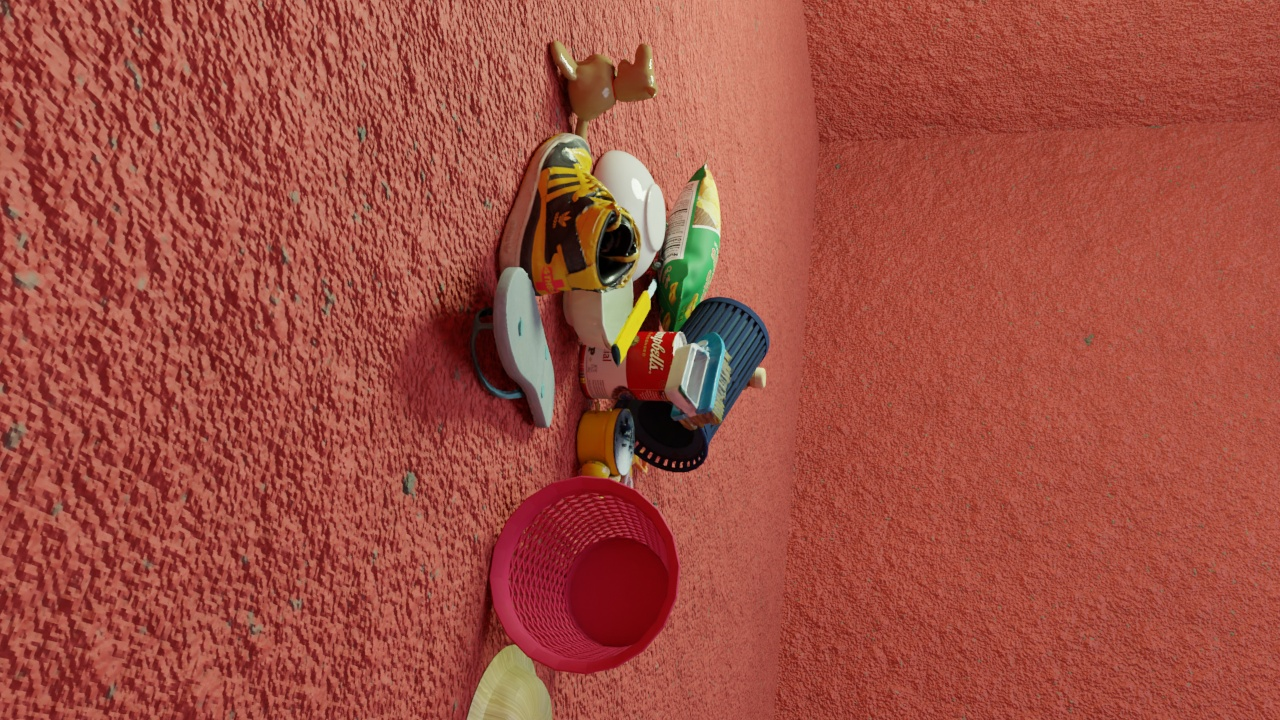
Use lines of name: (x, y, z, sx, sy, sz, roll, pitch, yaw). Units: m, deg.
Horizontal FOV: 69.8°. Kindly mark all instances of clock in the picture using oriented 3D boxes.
clock: (-0.042, 0.112, 1.128, 0.083, 0.057, 0.118, 41, 52, -70)

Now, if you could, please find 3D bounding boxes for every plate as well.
plate: (-0.122, 0.381, 0.915, 0.184, 0.036, 0.184, 2, 89, -73)

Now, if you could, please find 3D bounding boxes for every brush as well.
brush: (0.070, 0.011, 1.094, 0.075, 0.055, 0.135, 52, 37, -31)

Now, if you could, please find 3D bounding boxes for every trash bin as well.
trash bin: (0.082, 0.024, 1.293, 0.248, 0.139, 0.139, -52, 142, -41)

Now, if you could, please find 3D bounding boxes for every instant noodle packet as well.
instant noodle packet: (0.072, -0.159, 1.399, 0.196, 0.090, 0.252, 100, 2, -66)

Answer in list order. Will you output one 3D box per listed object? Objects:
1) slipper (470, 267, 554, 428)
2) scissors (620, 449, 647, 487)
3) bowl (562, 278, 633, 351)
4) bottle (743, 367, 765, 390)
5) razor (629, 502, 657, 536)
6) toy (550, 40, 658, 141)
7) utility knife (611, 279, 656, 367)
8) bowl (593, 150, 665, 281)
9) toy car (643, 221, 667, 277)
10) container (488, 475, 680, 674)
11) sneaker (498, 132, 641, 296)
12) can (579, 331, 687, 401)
slipper: (-0.123, -0.012, 0.885, 0.269, 0.055, 0.098, 79, 14, -68)
scissors: (-0.015, 0.145, 1.299, 0.125, 0.011, 0.128, 57, 37, -54)
bowl: (-0.053, -0.068, 1.072, 0.117, 0.061, 0.117, 1, 89, -73)
bottle: (0.114, 0.026, 1.455, 0.059, 0.166, 0.059, 1, 89, -73)
razor: (-0.010, 0.264, 1.313, 0.043, 0.022, 0.143, -48, -166, 46)
toy: (-0.036, -0.316, 1.053, 0.105, 0.108, 0.134, -95, 173, -50)
utility knife: (-0.004, -0.050, 1.096, 0.190, 0.018, 0.030, -59, 151, -53)
bowl: (-0.008, -0.187, 1.205, 0.176, 0.066, 0.176, 2, 89, -73)
toy car: (0.017, -0.166, 1.331, 0.042, 0.036, 0.091, 149, -55, -74)
container: (-0.039, 0.238, 0.977, 0.226, 0.183, 0.183, 67, 28, -69)
sneaker: (-0.056, -0.157, 0.953, 0.086, 0.122, 0.237, 74, 25, -48)
can: (-0.007, 0.007, 1.134, 0.086, 0.116, 0.086, 2, 89, -73)
